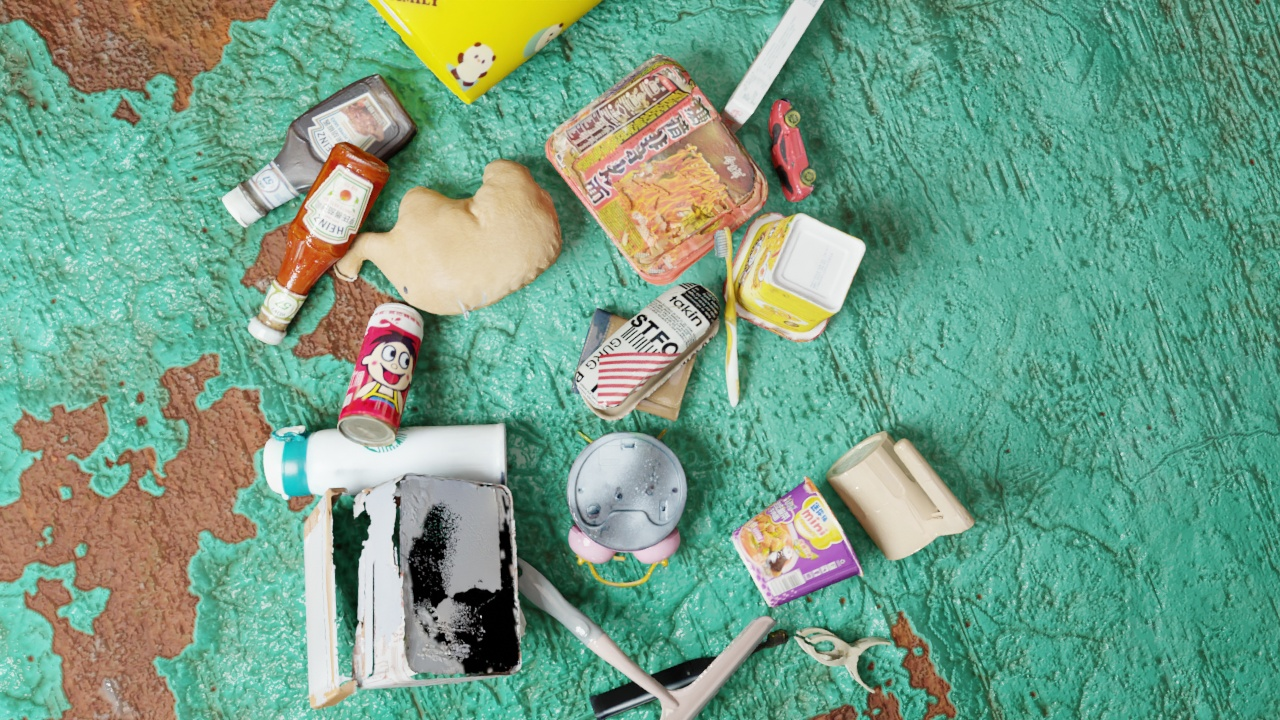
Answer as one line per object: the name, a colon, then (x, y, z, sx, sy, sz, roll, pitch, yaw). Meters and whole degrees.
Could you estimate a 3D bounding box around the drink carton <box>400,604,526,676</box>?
drink carton: (-0.177, 0.261, 0.897, 0.122, 0.045, 0.053, -18, 90, -6)

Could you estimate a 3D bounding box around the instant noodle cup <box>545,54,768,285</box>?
instant noodle cup: (0.018, -0.185, 0.919, 0.164, 0.079, 0.189, -37, 92, -6)

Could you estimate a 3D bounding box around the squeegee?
squeegee: (-0.037, 0.273, 0.886, 0.249, 0.040, 0.247, 40, 89, -2)

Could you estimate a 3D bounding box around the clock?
clock: (-0.016, 0.147, 0.913, 0.117, 0.060, 0.158, 1, 86, -8)

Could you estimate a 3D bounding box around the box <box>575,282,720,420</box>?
box: (0.008, -0.008, 0.904, 0.163, 0.081, 0.075, -44, 63, -11)

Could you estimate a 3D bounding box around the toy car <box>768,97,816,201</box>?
toy car: (0.153, -0.218, 0.951, 0.031, 0.049, 0.106, -13, 91, -9)

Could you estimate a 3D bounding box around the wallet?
wallet: (-0.006, 0.005, 0.934, 0.115, 0.033, 0.090, 18, 85, -9)

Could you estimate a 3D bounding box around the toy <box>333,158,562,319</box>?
toy: (-0.188, -0.108, 0.896, 0.226, 0.082, 0.143, -20, 70, -5)

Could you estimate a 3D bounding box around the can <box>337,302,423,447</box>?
can: (-0.243, 0.012, 0.866, 0.053, 0.053, 0.132, 10, 55, -6)

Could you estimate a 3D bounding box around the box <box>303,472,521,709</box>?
box: (-0.231, 0.215, 0.839, 0.156, 0.193, 0.182, 17, 59, -45)

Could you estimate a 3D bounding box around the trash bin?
trash bin: (-0.129, -0.393, 0.847, 0.255, 0.229, 0.229, -43, 93, 0)

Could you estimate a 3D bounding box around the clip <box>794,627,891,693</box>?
clip: (0.208, 0.299, 0.947, 0.097, 0.034, 0.061, 21, 85, -10)

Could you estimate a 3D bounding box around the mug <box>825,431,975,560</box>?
mug: (0.258, 0.131, 0.914, 0.084, 0.125, 0.103, -39, 90, -25)

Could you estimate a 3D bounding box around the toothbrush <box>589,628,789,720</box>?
toothbrush: (0.052, 0.316, 0.931, 0.212, 0.026, 0.027, -19, 127, -7)

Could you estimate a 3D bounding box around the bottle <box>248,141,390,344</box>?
bottle: (-0.312, -0.108, 0.876, 0.060, 0.059, 0.206, 32, 99, -4)

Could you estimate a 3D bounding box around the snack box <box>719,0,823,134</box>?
snack box: (0.134, -0.309, 0.934, 0.027, 0.085, 0.156, 33, 84, -6)

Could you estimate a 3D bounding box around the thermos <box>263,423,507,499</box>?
thermos: (-0.242, 0.094, 0.884, 0.224, 0.073, 0.073, -1, 88, -6)

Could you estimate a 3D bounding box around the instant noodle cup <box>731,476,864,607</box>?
instant noodle cup: (0.151, 0.186, 0.912, 0.099, 0.111, 0.111, -29, 91, 3)

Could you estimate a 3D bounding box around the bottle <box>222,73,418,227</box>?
bottle: (-0.317, -0.200, 0.900, 0.195, 0.044, 0.080, -36, 99, -5)

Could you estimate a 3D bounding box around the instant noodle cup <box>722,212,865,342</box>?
instant noodle cup: (0.157, -0.087, 0.908, 0.116, 0.124, 0.116, 24, 85, -6)

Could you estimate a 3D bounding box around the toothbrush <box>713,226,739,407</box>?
toothbrush: (0.087, -0.040, 0.919, 0.018, 0.016, 0.191, -11, 113, -15)
